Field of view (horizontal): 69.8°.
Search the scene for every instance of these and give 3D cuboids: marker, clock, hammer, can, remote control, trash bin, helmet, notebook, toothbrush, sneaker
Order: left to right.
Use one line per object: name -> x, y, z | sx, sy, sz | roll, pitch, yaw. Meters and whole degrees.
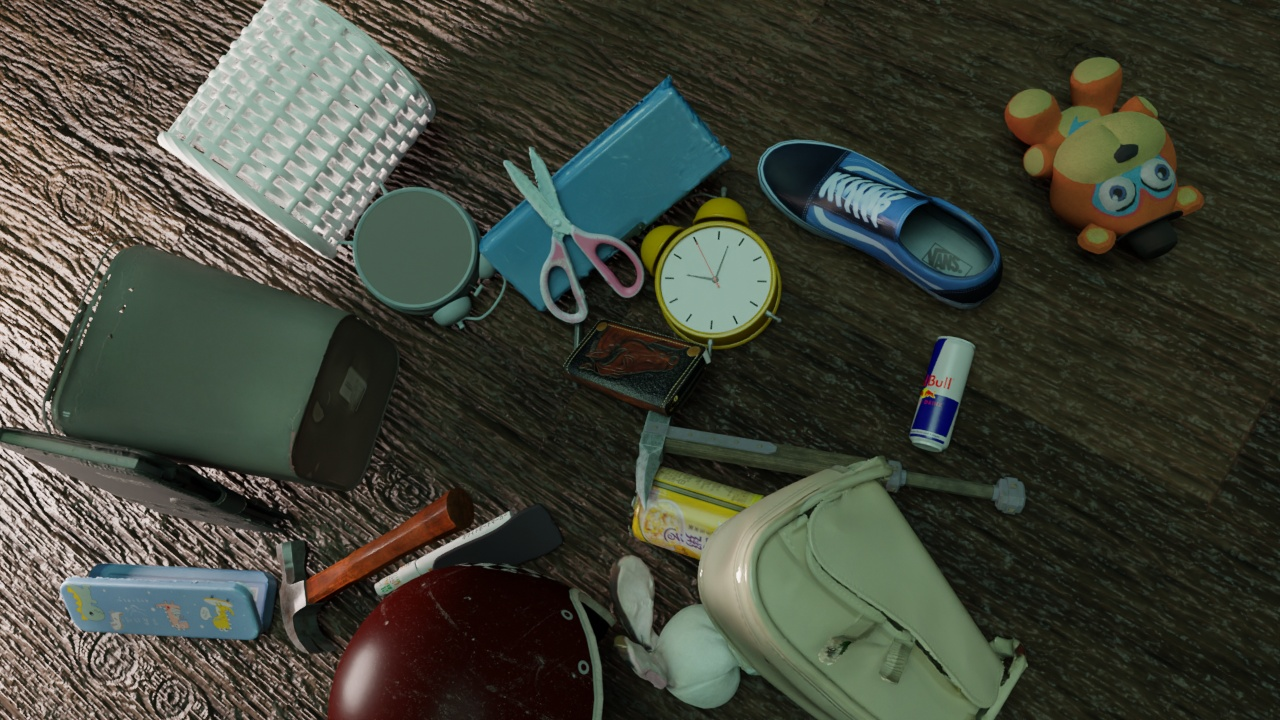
notebook -> -0.435, 0.113, 0.826 | 0.170, 0.209, 0.029 | 7, 70, 16
trash bin -> -0.368, 0.018, 0.852 | 0.220, 0.197, 0.197 | 13, 77, 10
hammer -> -0.231, 0.170, 0.773 | 0.302, 0.028, 0.111 | -32, 63, 39
clock -> -0.206, -0.100, 0.898 | 0.159, 0.045, 0.122 | 33, 87, 0
marker -> -0.180, 0.179, 0.847 | 0.145, 0.017, 0.017 | -28, 71, 5
remote control -> -0.132, 0.174, 0.832 | 0.124, 0.009, 0.046 | -29, 100, 5
helmet -> -0.109, 0.279, 0.708 | 0.234, 0.253, 0.233 | 11, 77, 32
toothbrush -> -0.057, -0.055, 0.881 | 0.013, 0.013, 0.167 | -4, 75, 21
can -> 0.050, 0.133, 0.776 | 0.105, 0.067, 0.067 | 15, 79, 17
clock -> 0.064, -0.082, 0.839 | 0.113, 0.052, 0.152 | -26, 75, 6
hammer -> 0.154, 0.090, 0.760 | 0.317, 0.028, 0.146 | 8, 43, 9
sneaker -> 0.206, -0.136, 0.792 | 0.241, 0.098, 0.083 | 36, 86, 20
can -> 0.253, 0.028, 0.772 | 0.032, 0.032, 0.095 | 16, 80, 17

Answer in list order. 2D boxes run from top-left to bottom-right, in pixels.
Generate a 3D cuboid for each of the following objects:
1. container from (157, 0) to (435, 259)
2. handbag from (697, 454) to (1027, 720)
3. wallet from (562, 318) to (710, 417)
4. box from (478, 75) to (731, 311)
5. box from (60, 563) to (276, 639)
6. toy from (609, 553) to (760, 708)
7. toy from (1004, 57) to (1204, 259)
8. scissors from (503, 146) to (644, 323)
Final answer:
container -> -0.331, -0.229, 0.902 | 0.189, 0.189, 0.186 | 32, 84, 19
handbag -> 0.175, 0.182, 0.655 | 0.183, 0.132, 0.229 | -36, 94, -24
wallet -> -0.005, 0.005, 0.820 | 0.123, 0.019, 0.072 | 17, 57, 35
box -> -0.039, -0.165, 0.866 | 0.232, 0.094, 0.110 | -38, 27, 15
box -> -0.458, 0.232, 0.879 | 0.210, 0.064, 0.069 | -1, 78, 14
toy -> 0.075, 0.230, 0.747 | 0.205, 0.131, 0.106 | 1, 119, -6
toy -> 0.386, -0.163, 0.765 | 0.112, 0.096, 0.176 | -27, 82, 5
scissors -> -0.082, -0.106, 0.824 | 0.108, 0.179, 0.016 | -34, 27, 16
